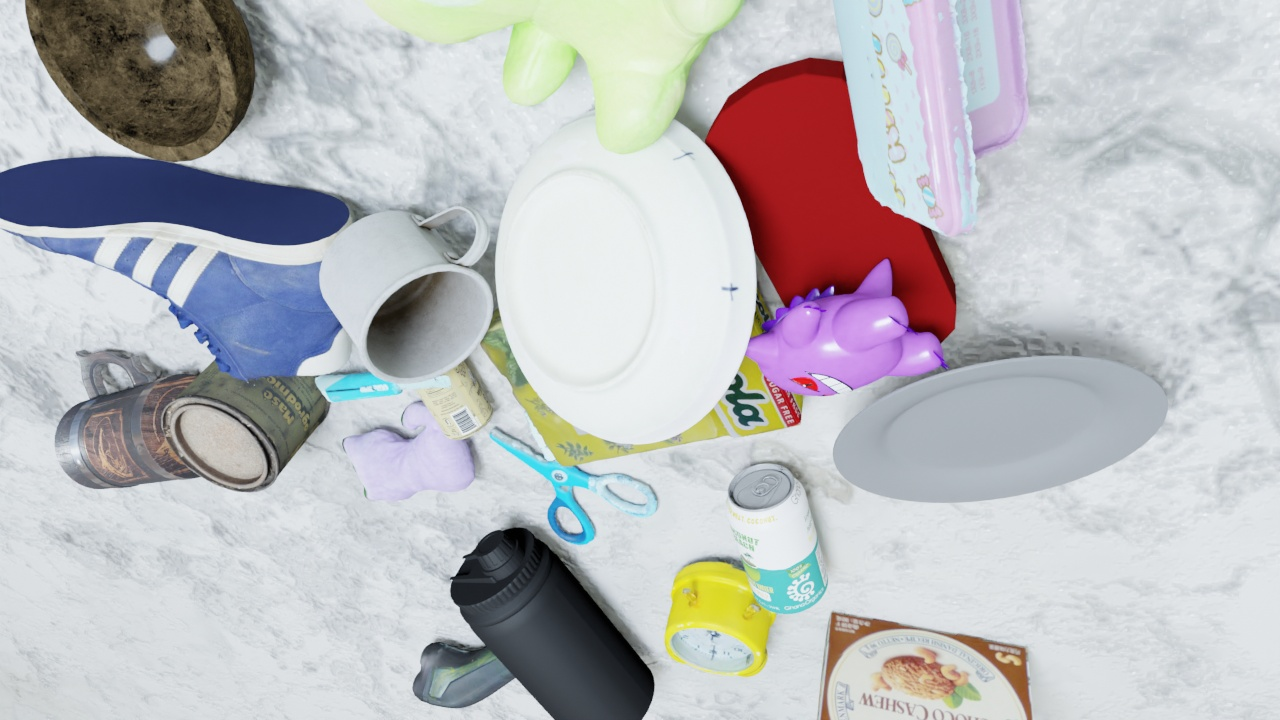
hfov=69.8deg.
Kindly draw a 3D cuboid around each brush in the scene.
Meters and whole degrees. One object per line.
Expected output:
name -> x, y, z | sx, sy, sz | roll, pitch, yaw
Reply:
brush -> 0.103, -0.074, 0.482 | 0.082, 0.041, 0.173 | -18, 119, 29

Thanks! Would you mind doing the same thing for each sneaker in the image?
sneaker -> -0.294, -0.054, 0.600 | 0.233, 0.091, 0.119 | 6, 131, 3

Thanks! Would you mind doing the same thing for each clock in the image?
clock -> 0.060, 0.204, 0.702 | 0.083, 0.057, 0.119 | 10, 137, 10

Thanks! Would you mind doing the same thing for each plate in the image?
plate -> 0.200, 0.041, 0.523 | 0.178, 0.012, 0.179 | -1, 148, -1
plate -> -0.023, -0.043, 0.487 | 0.183, 0.034, 0.182 | 9, 103, 41

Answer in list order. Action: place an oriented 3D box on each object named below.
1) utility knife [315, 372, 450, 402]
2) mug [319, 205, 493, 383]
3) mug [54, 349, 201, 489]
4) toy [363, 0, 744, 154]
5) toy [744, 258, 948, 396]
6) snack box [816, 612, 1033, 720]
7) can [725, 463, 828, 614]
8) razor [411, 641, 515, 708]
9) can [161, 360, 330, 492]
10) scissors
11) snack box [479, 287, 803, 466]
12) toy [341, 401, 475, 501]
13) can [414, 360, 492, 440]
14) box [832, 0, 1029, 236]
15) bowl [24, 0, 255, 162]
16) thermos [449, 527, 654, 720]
utility knife -> -0.175, 0.014, 0.622 | 0.167, 0.015, 0.022 | -7, 115, 46
mug -> -0.132, -0.050, 0.543 | 0.070, 0.084, 0.113 | 46, 110, 33
mug -> -0.392, 0.041, 0.715 | 0.107, 0.079, 0.116 | -11, 94, 26
toy -> -0.049, -0.189, 0.411 | 0.197, 0.107, 0.151 | 37, 145, -1
toy -> 0.098, -0.011, 0.468 | 0.088, 0.055, 0.106 | -25, 150, 26
snack box -> 0.196, 0.257, 0.641 | 0.143, 0.146, 0.041 | 8, 128, 12
can -> 0.093, 0.123, 0.629 | 0.055, 0.054, 0.102 | -6, 125, 21
razor -> -0.143, 0.270, 0.826 | 0.152, 0.053, 0.067 | -31, 96, 27
can -> -0.288, 0.041, 0.673 | 0.090, 0.074, 0.090 | 9, 128, 11
scissors -> -0.062, 0.093, 0.684 | 0.140, 0.013, 0.118 | 30, 130, -10
snack box -> -0.003, 0.003, 0.574 | 0.181, 0.045, 0.121 | -13, 121, 26
toy -> -0.173, 0.069, 0.686 | 0.100, 0.036, 0.080 | -8, 114, 17
can -> -0.135, 0.013, 0.627 | 0.038, 0.038, 0.079 | -11, 122, 25
box -> 0.119, -0.165, 0.349 | 0.090, 0.091, 0.214 | -23, 119, -8
bowl -> -0.265, -0.178, 0.509 | 0.121, 0.056, 0.121 | 9, 128, 11
thermos -> -0.075, 0.214, 0.732 | 0.086, 0.085, 0.198 | -19, 119, 29
